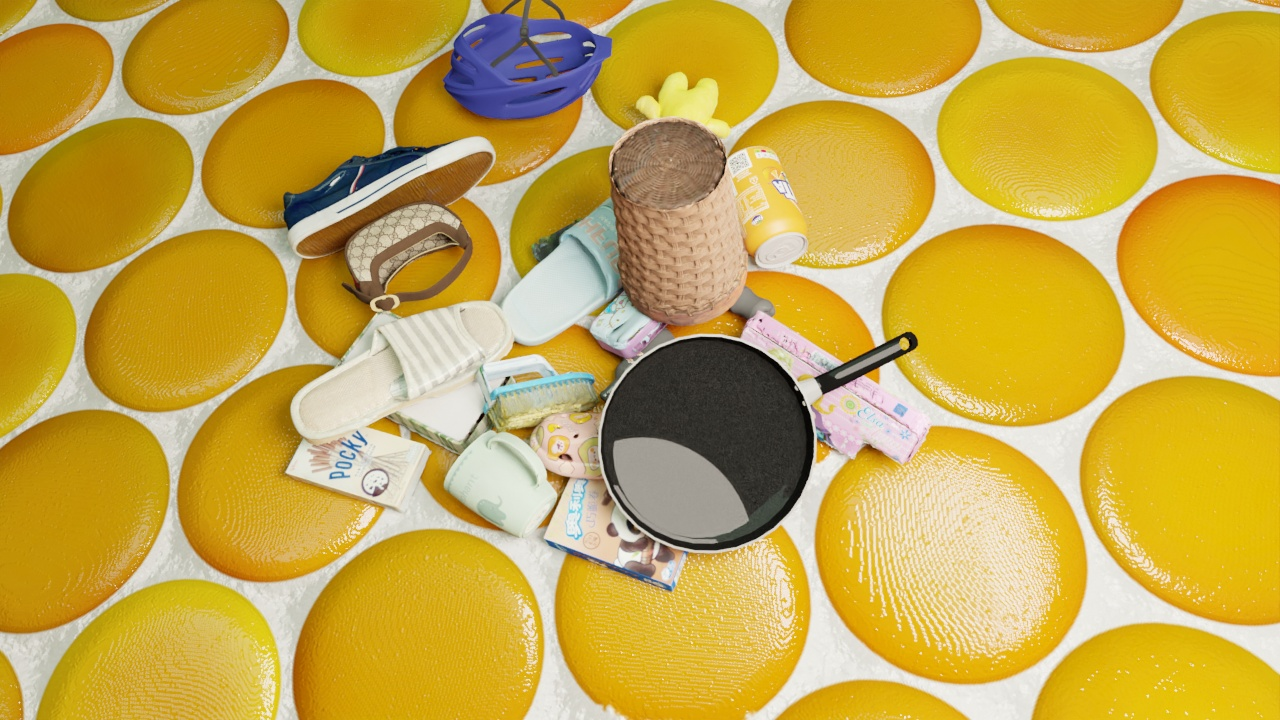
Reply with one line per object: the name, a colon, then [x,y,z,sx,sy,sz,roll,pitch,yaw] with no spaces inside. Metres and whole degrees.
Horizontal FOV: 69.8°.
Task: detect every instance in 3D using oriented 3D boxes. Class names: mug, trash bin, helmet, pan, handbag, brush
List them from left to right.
handbag: [-0.294,-0.128,1.162,0.166,0.063,0.138,-35,53,-22]
mug: [-0.145,0.130,1.003,0.104,0.112,0.083,37,39,13]
helmet: [-0.161,-0.430,1.220,0.241,0.228,0.147,-2,54,5]
brush: [-0.115,0.031,1.061,0.135,0.056,0.075,-11,67,-31]
trash bin: [0.041,-0.153,0.995,0.151,0.210,0.151,-3,62,5]
pan: [0.128,0.056,0.960,0.356,0.034,0.225,-27,91,-2]

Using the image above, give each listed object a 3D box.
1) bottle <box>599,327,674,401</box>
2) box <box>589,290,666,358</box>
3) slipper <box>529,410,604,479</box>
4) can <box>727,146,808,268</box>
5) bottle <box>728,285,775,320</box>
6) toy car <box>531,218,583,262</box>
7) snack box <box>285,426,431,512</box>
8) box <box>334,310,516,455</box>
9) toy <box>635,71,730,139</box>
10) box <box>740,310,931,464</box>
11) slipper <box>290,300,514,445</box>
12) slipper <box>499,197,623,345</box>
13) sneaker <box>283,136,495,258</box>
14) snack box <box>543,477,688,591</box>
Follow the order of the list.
bottle: [-0.006,0.006,1.091,0.030,0.030,0.112,38,74,22]
box: [0.030,-0.091,1.115,0.213,0.036,0.076,-46,39,-16]
slipper: [-0.023,0.081,1.016,0.197,0.082,0.093,7,28,3]
can: [0.153,-0.192,1.143,0.079,0.079,0.142,-16,63,-1]
bottle: [0.114,-0.078,1.111,0.036,0.036,0.110,-42,55,-14]
toy car: [-0.096,-0.149,1.181,0.089,0.027,0.038,-30,71,-11]
snack box: [-0.331,0.119,1.078,0.150,0.026,0.081,14,67,13]
box: [-0.259,0.026,1.104,0.205,0.050,0.117,23,66,17]
toy: [0.044,-0.288,1.199,0.134,0.092,0.207,13,63,10]
box: [0.200,0.041,1.018,0.230,0.085,0.076,35,74,21]
slipper: [-0.278,0.008,1.061,0.272,0.054,0.114,-26,57,-6]
slipper: [-0.068,-0.112,1.122,0.245,0.074,0.104,-41,88,-11]
sneaker: [-0.341,-0.248,1.222,0.294,0.121,0.127,-23,76,-1]
snack box: [-0.020,0.184,1.001,0.151,0.034,0.087,17,67,15]
